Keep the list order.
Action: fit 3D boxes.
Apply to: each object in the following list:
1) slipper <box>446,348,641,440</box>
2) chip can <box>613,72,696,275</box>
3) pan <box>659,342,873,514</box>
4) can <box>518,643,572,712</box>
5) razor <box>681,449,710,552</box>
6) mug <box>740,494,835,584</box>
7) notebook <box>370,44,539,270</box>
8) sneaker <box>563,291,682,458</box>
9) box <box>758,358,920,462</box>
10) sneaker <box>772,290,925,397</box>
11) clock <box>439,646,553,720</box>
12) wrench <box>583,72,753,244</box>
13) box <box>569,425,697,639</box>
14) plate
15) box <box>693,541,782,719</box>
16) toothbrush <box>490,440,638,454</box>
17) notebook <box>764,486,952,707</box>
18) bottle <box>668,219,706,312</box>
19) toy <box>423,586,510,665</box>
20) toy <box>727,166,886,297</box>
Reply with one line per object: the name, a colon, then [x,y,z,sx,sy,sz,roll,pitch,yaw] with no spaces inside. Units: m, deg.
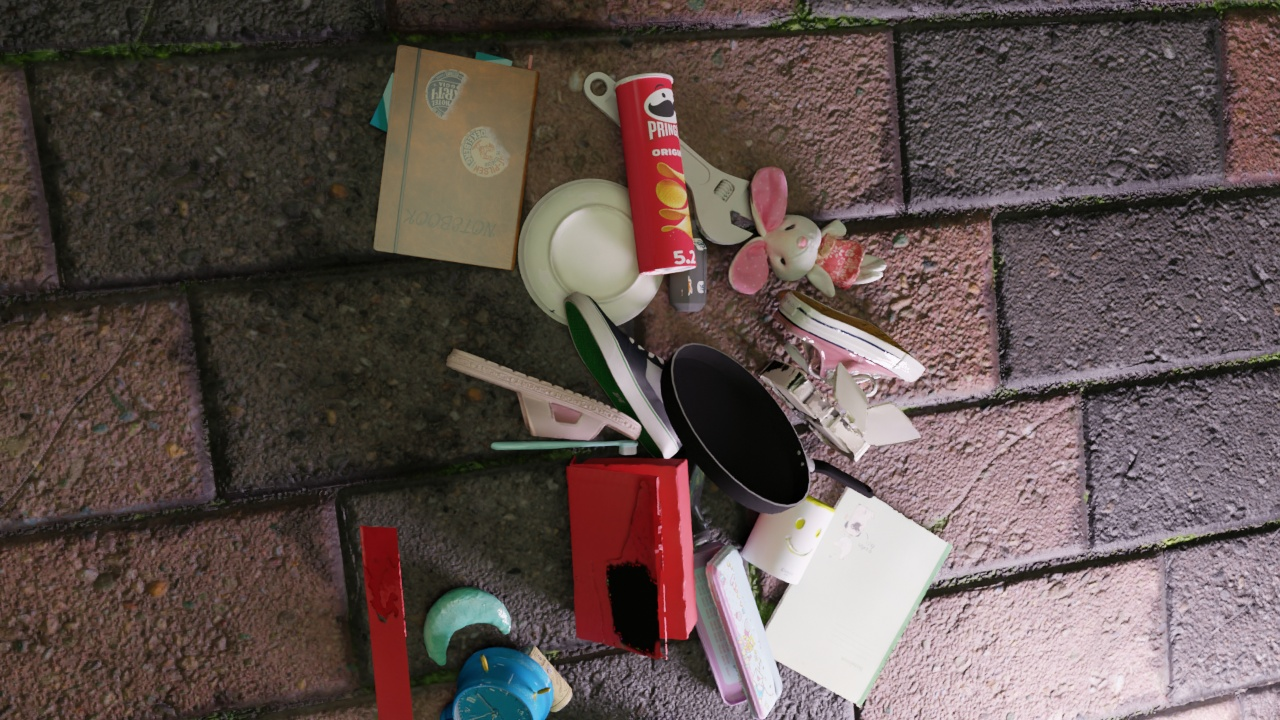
slipper: [-0.118,0.055,1.067,0.239,0.094,0.064,22,85,-8]
chip can: [0.018,-0.212,1.062,0.069,0.069,0.220,-8,91,-12]
pan: [0.160,0.105,1.102,0.356,0.225,0.034,29,124,-31]
can: [-0.121,0.388,1.121,0.038,0.038,0.079,-39,102,-7]
razor: [0.066,0.165,1.133,0.067,0.054,0.151,12,85,30]
mug: [0.185,0.215,1.153,0.082,0.082,0.106,27,89,-14]
notebook: [-0.219,-0.240,1.059,0.178,0.014,0.249,7,93,-13]
sneaker: [-0.007,0.007,1.093,0.079,0.084,0.235,-39,111,-16]
box: [0.240,0.055,1.093,0.143,0.191,0.069,44,87,-19]
sneaker: [0.252,-0.007,1.135,0.240,0.118,0.088,21,110,-30]
clock: [-0.172,0.417,1.087,0.117,0.060,0.162,25,112,-1]
wrench: [0.034,-0.243,1.115,0.273,0.018,0.086,38,86,-12]
box: [-0.003,0.211,1.197,0.153,0.325,0.214,-4,95,2]
plate: [-0.054,-0.127,1.095,0.182,0.034,0.182,-1,95,-13]
box: [0.118,0.336,1.152,0.077,0.096,0.214,-23,100,-27]
toothbrush: [-0.091,0.105,1.116,0.180,0.016,0.016,2,103,-13]
notebook: [0.286,0.313,1.221,0.182,0.010,0.252,32,87,-14]
bottle: [0.057,-0.115,1.115,0.047,0.047,0.112,-2,95,-13]
toy: [-0.213,0.312,1.099,0.105,0.033,0.085,-24,111,-11]
toy: [0.205,-0.134,1.129,0.194,0.084,0.159,20,83,-12]
